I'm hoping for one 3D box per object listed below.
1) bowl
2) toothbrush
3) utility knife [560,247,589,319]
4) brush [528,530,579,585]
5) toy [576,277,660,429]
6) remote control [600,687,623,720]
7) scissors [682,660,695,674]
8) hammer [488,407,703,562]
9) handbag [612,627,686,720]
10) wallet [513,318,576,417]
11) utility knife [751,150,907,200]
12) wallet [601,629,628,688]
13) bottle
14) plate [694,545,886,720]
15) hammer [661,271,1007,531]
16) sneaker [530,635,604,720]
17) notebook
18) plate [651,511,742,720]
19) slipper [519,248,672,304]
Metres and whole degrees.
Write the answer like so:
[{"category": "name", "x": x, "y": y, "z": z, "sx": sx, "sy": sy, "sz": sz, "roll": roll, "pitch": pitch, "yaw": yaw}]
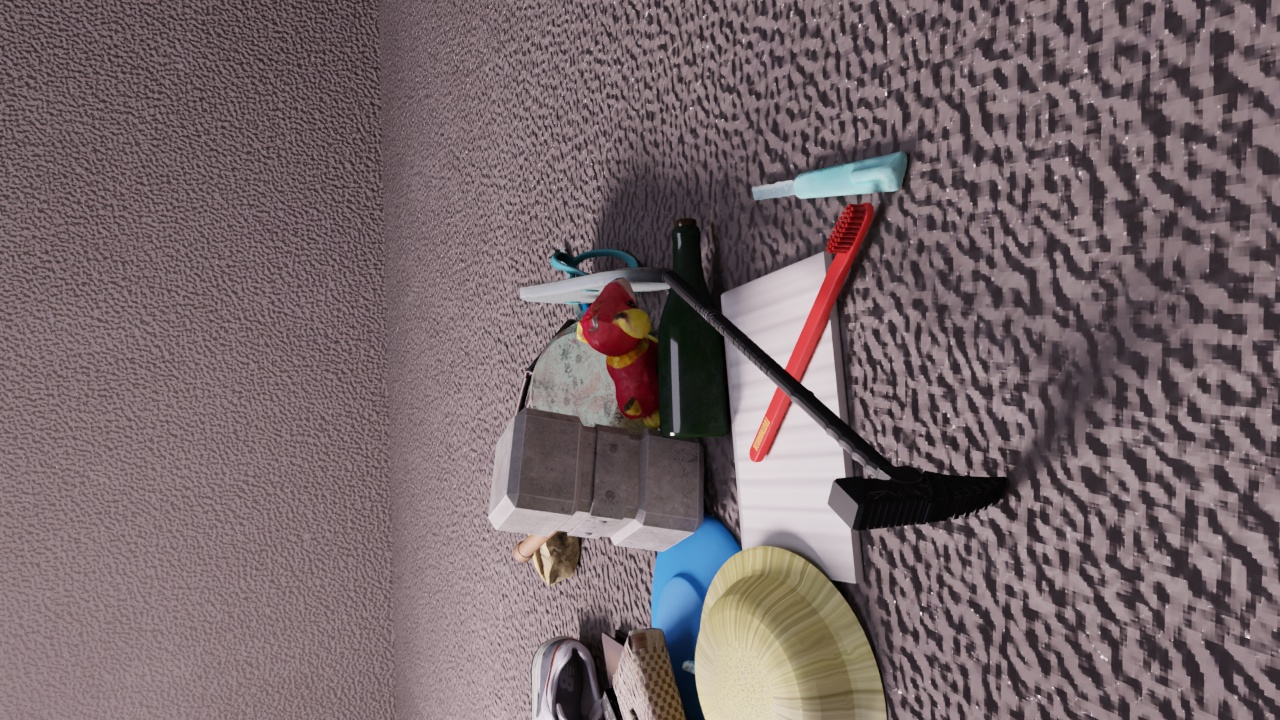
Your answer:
[{"category": "bowl", "x": -0.050, "y": 0.029, "z": 0.865, "sx": 0.158, "sy": 0.038, "sz": 0.157, "roll": -7, "pitch": 78, "yaw": 35}, {"category": "toothbrush", "x": 0.103, "y": -0.010, "z": 0.598, "sx": 0.012, "sy": 0.017, "sz": 0.213, "roll": -117, "pitch": 34, "yaw": -44}, {"category": "utility knife", "x": -0.066, "y": -0.057, "z": 1.032, "sx": 0.221, "sy": 0.015, "sz": 0.031, "roll": -111, "pitch": 34, "yaw": -41}, {"category": "brush", "x": -0.099, "y": 0.177, "z": 1.073, "sx": 0.043, "sy": 0.059, "sz": 0.195, "roll": 27, "pitch": 119, "yaw": 55}, {"category": "toy", "x": -0.005, "y": 0.004, "z": 0.766, "sx": 0.105, "sy": 0.067, "sz": 0.137, "roll": -84, "pitch": -30, "yaw": -46}, {"category": "remote control", "x": -0.006, "y": 0.395, "z": 0.897, "sx": 0.034, "sy": 0.013, "sz": 0.150, "roll": 103, "pitch": 148, "yaw": -44}, {"category": "scissors", "x": 0.076, "y": 0.233, "z": 0.679, "sx": 0.134, "sy": 0.011, "sz": 0.139, "roll": -1, "pitch": 90, "yaw": 54}, {"category": "hammer", "x": -0.076, "y": 0.148, "z": 0.863, "sx": 0.319, "sy": 0.162, "sz": 0.082, "roll": 131, "pitch": 146, "yaw": -59}, {"category": "handbag", "x": 0.007, "y": 0.310, "z": 0.782, "sx": 0.186, "sy": 0.047, "sz": 0.124, "roll": 100, "pitch": 156, "yaw": -60}, {"category": "wallet", "x": -0.107, "y": 0.021, "z": 1.047, "sx": 0.099, "sy": 0.031, "sz": 0.120, "roll": -52, "pitch": -10, "yaw": -41}, {"category": "utility knife", "x": 0.112, "y": -0.114, "z": 0.592, "sx": 0.166, "sy": 0.015, "sz": 0.022, "roll": -168, "pitch": 78, "yaw": -65}, {"category": "wallet", "x": -0.011, "y": 0.341, "z": 0.932, "sx": 0.092, "sy": 0.018, "sz": 0.115, "roll": 174, "pitch": 90, "yaw": -67}, {"category": "bottle", "x": 0.040, "y": -0.026, "z": 0.728, "sx": 0.055, "sy": 0.055, "sz": 0.174, "roll": 167, "pitch": 102, "yaw": -67}, {"category": "plate", "x": 0.082, "y": 0.221, "z": 0.620, "sx": 0.185, "sy": 0.036, "sz": 0.184, "roll": 5, "pitch": 96, "yaw": 56}, {"category": "hammer", "x": 0.085, "y": 0.003, "z": 0.568, "sx": 0.325, "sy": 0.095, "sz": 0.015, "roll": -130, "pitch": 43, "yaw": -57}, {"category": "sneaker", "x": -0.075, "y": 0.409, "z": 0.992, "sx": 0.125, "sy": 0.088, "sz": 0.239, "roll": 117, "pitch": 147, "yaw": -55}, {"category": "notebook", "x": 0.101, "y": 0.043, "z": 0.644, "sx": 0.143, "sy": 0.009, "sz": 0.209, "roll": 162, "pitch": 105, "yaw": -66}, {"category": "plate", "x": 0.047, "y": 0.240, "z": 0.768, "sx": 0.225, "sy": 0.024, "sz": 0.224, "roll": 178, "pitch": 90, "yaw": -68}, {"category": "slipper", "x": -0.051, "y": -0.085, "z": 0.884, "sx": 0.269, "sy": 0.098, "sz": 0.055, "roll": -179, "pitch": 86, "yaw": -66}]
